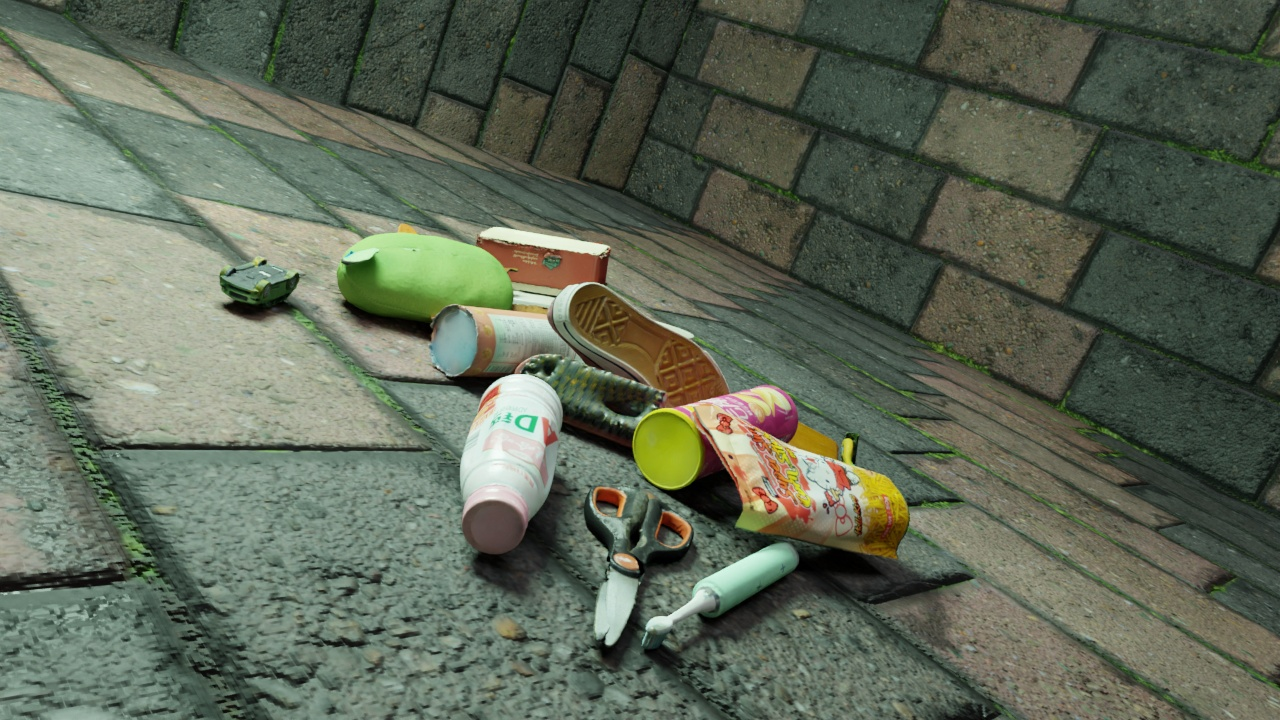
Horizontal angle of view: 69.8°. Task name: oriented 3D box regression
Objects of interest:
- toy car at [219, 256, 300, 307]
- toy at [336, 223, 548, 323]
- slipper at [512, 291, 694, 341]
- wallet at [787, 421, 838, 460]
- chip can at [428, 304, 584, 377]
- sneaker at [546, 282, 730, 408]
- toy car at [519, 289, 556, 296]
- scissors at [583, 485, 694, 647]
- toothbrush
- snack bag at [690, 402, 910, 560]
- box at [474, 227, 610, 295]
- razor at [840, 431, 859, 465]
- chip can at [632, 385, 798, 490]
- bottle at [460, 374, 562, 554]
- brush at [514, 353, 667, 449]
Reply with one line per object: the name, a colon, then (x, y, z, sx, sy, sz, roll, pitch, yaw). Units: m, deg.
toy car: (-0.350, -0.070, 0.844, 0.043, 0.036, 0.091, 24, 13, 1)
toy: (-0.217, -0.083, 1.001, 0.246, 0.090, 0.227, 7, 33, -39)
slipper: (-0.069, -0.039, 1.127, 0.274, 0.054, 0.114, 12, 10, -1)
wallet: (0.175, 0.091, 1.065, 0.119, 0.035, 0.130, 25, 12, 9)
chip can: (-0.112, -0.015, 0.940, 0.071, 0.071, 0.214, 32, 17, 33)
sneaker: (-0.006, 0.006, 0.945, 0.241, 0.118, 0.088, 37, -23, -27)
toy car: (-0.095, -0.075, 1.269, 0.158, 0.042, 0.070, 25, 14, -3)
scissors: (0.005, 0.141, 0.630, 0.136, 0.022, 0.235, 18, 14, -19)
toothbrush: (0.061, 0.159, 0.638, 0.026, 0.027, 0.224, 25, 13, 27)
snack bag: (0.138, 0.110, 0.792, 0.207, 0.073, 0.128, 23, 32, -35)
box: (-0.126, -0.135, 1.194, 0.168, 0.079, 0.091, 10, 17, 6)
razor: (0.254, 0.128, 1.062, 0.028, 0.043, 0.132, 4, 21, -4)
chip can: (0.079, 0.069, 0.882, 0.071, 0.071, 0.210, 30, 20, 27)
bottle: (-0.092, 0.071, 0.654, 0.068, 0.068, 0.196, 20, 16, -9)
brush: (-0.051, 0.037, 0.876, 0.146, 0.063, 0.069, 20, -17, -3)
